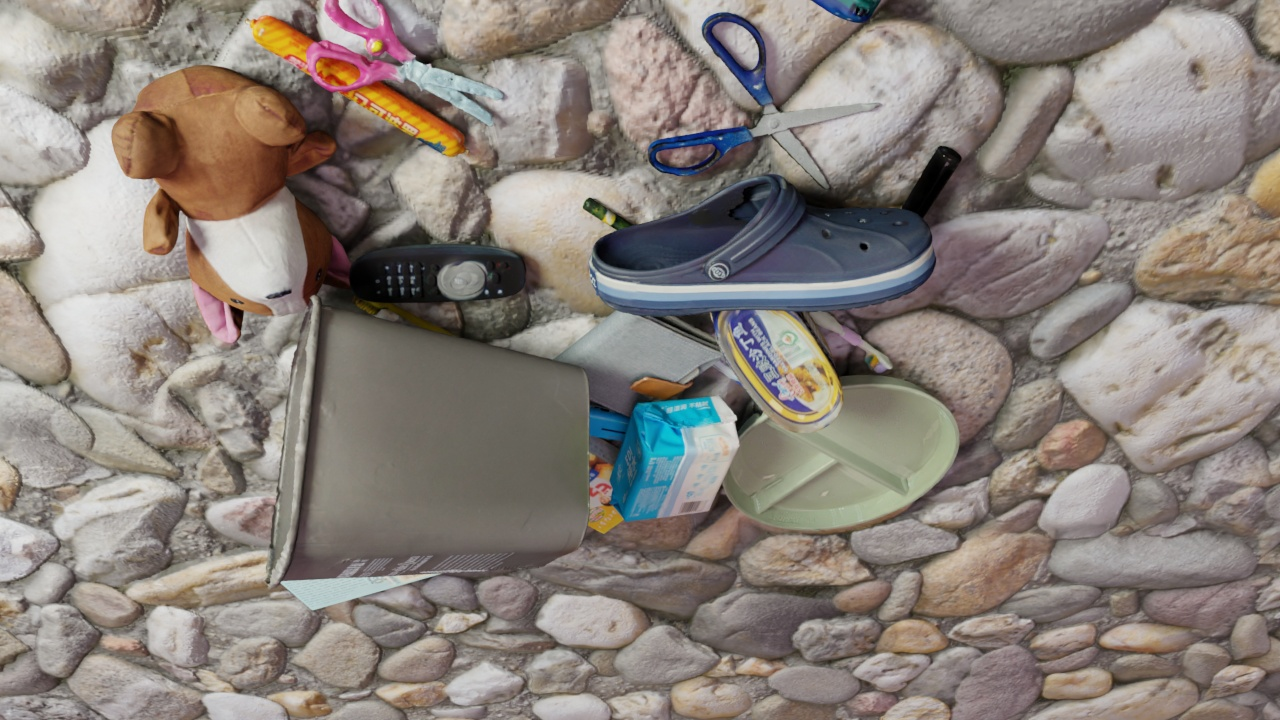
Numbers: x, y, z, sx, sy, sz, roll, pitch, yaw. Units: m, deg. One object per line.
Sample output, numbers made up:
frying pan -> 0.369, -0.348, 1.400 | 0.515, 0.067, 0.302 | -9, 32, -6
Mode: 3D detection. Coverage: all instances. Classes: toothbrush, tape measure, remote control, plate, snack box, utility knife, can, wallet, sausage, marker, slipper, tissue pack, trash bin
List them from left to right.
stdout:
sausage -> -0.189, -0.185, 0.627 | 0.165, 0.021, 0.022 | 28, 125, -26
snack box -> -0.287, 0.201, 0.955 | 0.175, 0.051, 0.074 | -18, 130, 12
trash bin -> -0.168, 0.079, 0.724 | 0.219, 0.198, 0.200 | 9, 158, -23
remote control -> -0.160, -0.070, 0.727 | 0.136, 0.024, 0.053 | -3, 133, -14
toothbrush -> -0.159, -0.012, 0.791 | 0.190, 0.015, 0.017 | 30, 129, -27
snack box -> -0.059, 0.113, 0.901 | 0.140, 0.033, 0.087 | 33, 124, -31
wallet -> -0.005, 0.005, 0.787 | 0.106, 0.036, 0.130 | 27, 139, -27
tissue pack -> 0.027, 0.089, 0.832 | 0.090, 0.063, 0.140 | -4, 140, -19
utility knife -> 0.030, 0.073, 0.880 | 0.185, 0.018, 0.034 | 12, 130, -16
toothbrush -> 0.032, -0.083, 0.741 | 0.185, 0.012, 0.017 | 29, 119, -26
marker -> 0.058, -0.008, 0.807 | 0.145, 0.016, 0.017 | 33, 122, -29
slipper -> 0.086, -0.093, 0.677 | 0.253, 0.105, 0.095 | -5, 127, 3
can -> 0.112, -0.007, 0.751 | 0.075, 0.049, 0.148 | -30, 116, 16
toothbrush -> 0.146, -0.039, 0.783 | 0.189, 0.029, 0.020 | 31, 82, -26
plate -> 0.191, 0.092, 0.891 | 0.230, 0.027, 0.231 | -4, 137, -4
tape measure -> 0.125, -0.237, 0.577 | 0.058, 0.054, 0.025 | 37, 130, 7
marker -> 0.210, -0.108, 0.722 | 0.020, 0.022, 0.132 | -18, 145, -39

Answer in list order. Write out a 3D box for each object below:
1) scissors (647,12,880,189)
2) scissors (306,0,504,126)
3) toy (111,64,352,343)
scissors -> 0.084, -0.176, 0.659 | 0.176, 0.012, 0.162 | -17, 132, 9
scissors -> -0.158, -0.187, 0.619 | 0.137, 0.017, 0.077 | 30, 98, -30
toy -> -0.273, -0.100, 0.642 | 0.140, 0.130, 0.200 | -20, 143, -19
